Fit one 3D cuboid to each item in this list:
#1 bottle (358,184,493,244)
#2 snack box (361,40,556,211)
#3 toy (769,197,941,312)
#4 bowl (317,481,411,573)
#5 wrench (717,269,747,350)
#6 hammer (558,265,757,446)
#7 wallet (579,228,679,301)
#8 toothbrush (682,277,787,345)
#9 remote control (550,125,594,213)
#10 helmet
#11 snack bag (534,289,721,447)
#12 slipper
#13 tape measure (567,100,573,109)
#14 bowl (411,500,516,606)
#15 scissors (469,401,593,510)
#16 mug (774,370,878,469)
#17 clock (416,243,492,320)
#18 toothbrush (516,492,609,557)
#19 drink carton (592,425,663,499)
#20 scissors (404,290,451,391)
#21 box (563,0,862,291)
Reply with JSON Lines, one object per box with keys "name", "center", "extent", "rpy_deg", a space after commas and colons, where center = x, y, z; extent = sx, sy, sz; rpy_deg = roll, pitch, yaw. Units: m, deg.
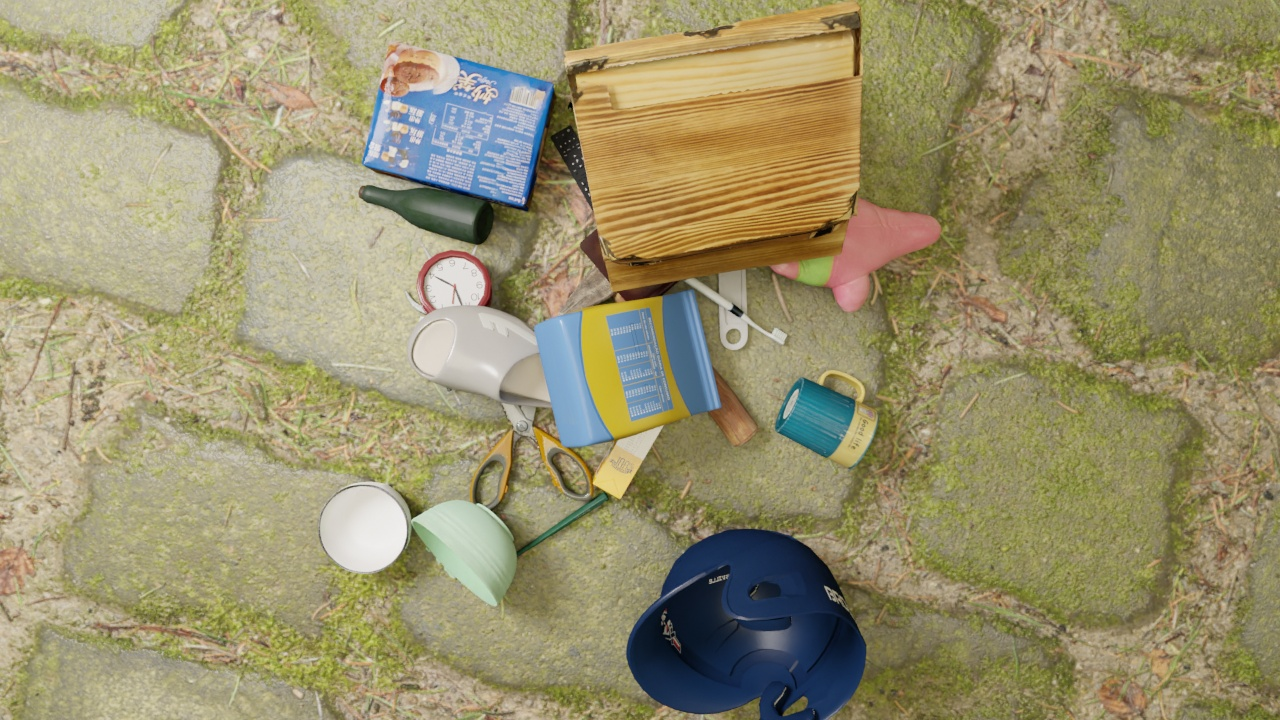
{"name": "bottle", "center": [-0.272, -0.190, 1.142], "extent": [0.174, 0.055, 0.055], "rpy_deg": [16, 95, 13]}
{"name": "snack box", "center": [-0.220, -0.285, 1.130], "extent": [0.202, 0.069, 0.155], "rpy_deg": [14, 95, -2]}
{"name": "toy", "center": [0.259, -0.157, 1.139], "extent": [0.236, 0.097, 0.192], "rpy_deg": [-3, 82, -10]}
{"name": "bowl", "center": [-0.347, 0.208, 1.177], "extent": [0.116, 0.065, 0.116], "rpy_deg": [0, 95, -1]}
{"name": "wrench", "center": [0.127, -0.150, 1.174], "extent": [0.086, 0.018, 0.273], "rpy_deg": [-3, 97, -2]}
{"name": "hammer", "center": [0.041, -0.009, 1.175], "extent": [0.158, 0.037, 0.301], "rpy_deg": [-40, 94, 3]}
{"name": "wallet", "center": [-0.009, -0.126, 1.137], "extent": [0.091, 0.018, 0.115], "rpy_deg": [-40, 96, 3]}
{"name": "toothbrush", "center": [0.113, -0.071, 1.157], "extent": [0.186, 0.012, 0.017], "rpy_deg": [32, 79, -21]}
{"name": "remote control", "center": [-0.067, -0.230, 1.167], "extent": [0.030, 0.009, 0.140], "rpy_deg": [-30, 95, 2]}
{"name": "helmet", "center": [0.113, 0.319, 1.114], "extent": [0.272, 0.223, 0.232], "rpy_deg": [-21, 119, -8]}
{"name": "snack bag", "center": [-0.007, 0.006, 1.098], "extent": [0.204, 0.102, 0.159], "rpy_deg": [-14, 90, -25]}
{"name": "slipper", "center": [-0.147, 0.011, 1.119], "extent": [0.265, 0.080, 0.113], "rpy_deg": [16, 105, -22]}
{"name": "tape measure", "center": [-0.051, -0.331, 1.145], "extent": [0.061, 0.034, 0.061], "rpy_deg": [22, 93, -3]}
{"name": "bowl", "center": [-0.209, 0.230, 1.154], "extent": [0.151, 0.151, 0.076], "rpy_deg": [48, 65, -4]}
{"name": "scissors", "center": [-0.160, 0.109, 1.194], "extent": [0.216, 0.016, 0.225], "rpy_deg": [-34, 91, 3]}
{"name": "mug", "center": [0.240, 0.065, 1.170], "extent": [0.107, 0.083, 0.113], "rpy_deg": [25, 66, 0]}
{"name": "clock", "center": [-0.231, -0.077, 1.148], "extent": [0.096, 0.048, 0.137], "rpy_deg": [-5, 82, -9]}
{"name": "toothbrush", "center": [-0.121, 0.232, 1.207], "extent": [0.190, 0.016, 0.017], "rpy_deg": [-35, 92, 3]}
{"name": "drink carton", "center": [-0.013, 0.109, 1.175], "extent": [0.040, 0.058, 0.122], "rpy_deg": [30, 94, -3]}
{"name": "scissors", "center": [-0.247, -0.028, 1.180], "extent": [0.154, 0.019, 0.124], "rpy_deg": [25, 93, -1]}
{"name": "box", "center": [0.076, -0.235, 0.959], "extent": [0.279, 0.324, 0.283], "rpy_deg": [-9, 68, -1]}
